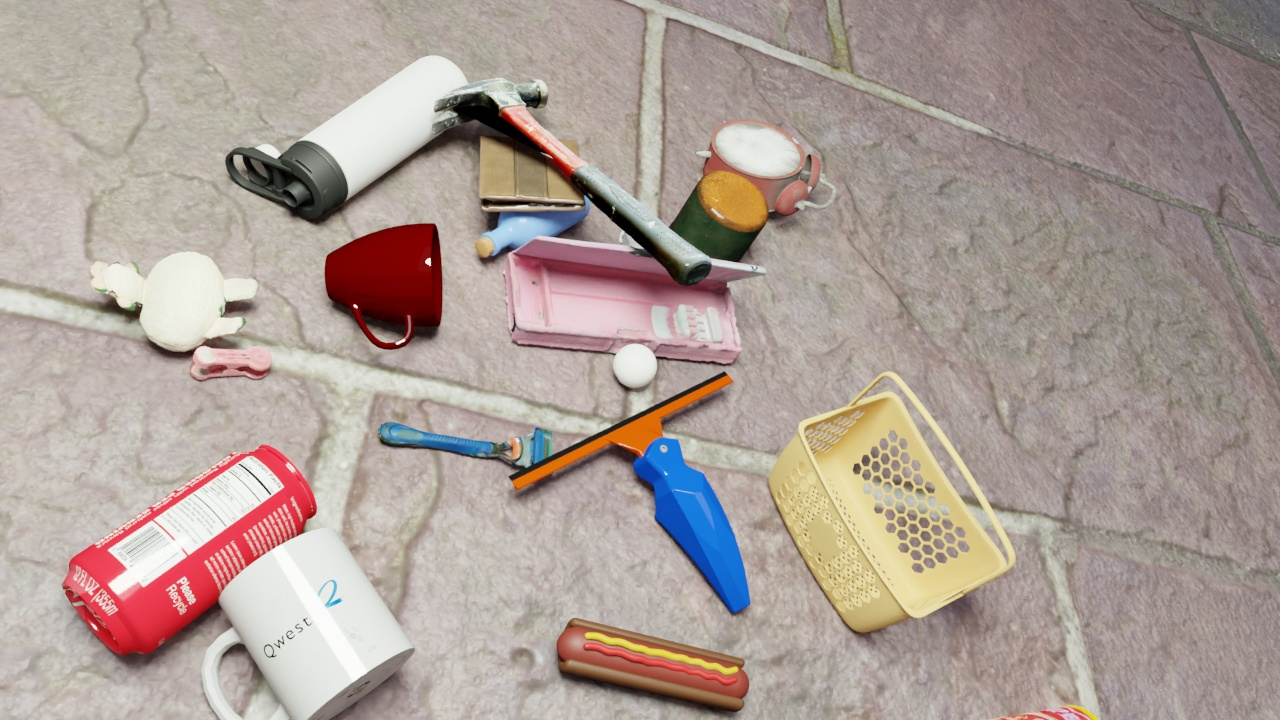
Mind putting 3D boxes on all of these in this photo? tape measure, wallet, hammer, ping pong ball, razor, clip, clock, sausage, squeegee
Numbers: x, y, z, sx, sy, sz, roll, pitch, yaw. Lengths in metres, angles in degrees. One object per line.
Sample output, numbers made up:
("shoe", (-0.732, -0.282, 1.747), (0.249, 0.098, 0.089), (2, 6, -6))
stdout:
("tape measure", (0.012, -0.113, 0.927), (0.065, 0.017, 0.064), (12, 18, -9))
("wallet", (-0.105, -0.180, 0.880), (0.098, 0.027, 0.121), (0, 41, -10))
("hammer", (-0.061, -0.168, 0.834), (0.140, 0.036, 0.326), (-20, 52, -38))
("ping pong ball", (-0.005, 0.005, 0.840), (0.040, 0.040, 0.040), (13, 53, -18))
("razor", (-0.141, 0.067, 0.744), (0.141, 0.018, 0.043), (10, 54, -16))
("clip", (-0.312, -0.001, 0.699), (0.060, 0.044, 0.023), (-10, 65, -16))
("clock", (0.145, -0.210, 1.048), (0.157, 0.062, 0.109), (27, 48, 11))
("sausage", (0.011, 0.229, 0.689), (0.155, 0.040, 0.040), (18, 51, -14))
("squeegee", (0.040, 0.124, 0.769), (0.248, 0.055, 0.184), (-24, 81, -36))

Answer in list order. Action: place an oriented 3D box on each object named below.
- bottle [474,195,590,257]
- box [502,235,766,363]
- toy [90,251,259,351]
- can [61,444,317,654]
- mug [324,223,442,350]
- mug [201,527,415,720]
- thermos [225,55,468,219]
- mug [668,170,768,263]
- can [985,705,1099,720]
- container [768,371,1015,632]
("bottle", (-0.107, -0.133, 0.883), (0.048, 0.048, 0.130), (45, 50, 9))
("box", (-0.001, -0.070, 0.852), (0.232, 0.107, 0.099), (7, 55, -22))
("toy", (-0.353, -0.047, 0.700), (0.112, 0.050, 0.087), (5, 55, -19))
("can", (-0.288, 0.120, 0.596), (0.074, 0.075, 0.142), (43, 50, 7))
("mug", (-0.214, -0.059, 0.762), (0.088, 0.087, 0.113), (-2, 62, -6))
("mug", (-0.223, 0.183, 0.589), (0.119, 0.083, 0.096), (-36, 76, -11))
("thermos", (-0.263, -0.217, 0.859), (0.101, 0.069, 0.229), (28, 49, 11))
("mug", (0.088, -0.152, 0.970), (0.085, 0.081, 0.110), (35, 49, 0))
("can", (0.322, 0.326, 0.754), (0.124, 0.067, 0.066), (2, 57, -25))
("container", (0.214, 0.121, 0.781), (0.129, 0.167, 0.183), (-13, 65, -33))
